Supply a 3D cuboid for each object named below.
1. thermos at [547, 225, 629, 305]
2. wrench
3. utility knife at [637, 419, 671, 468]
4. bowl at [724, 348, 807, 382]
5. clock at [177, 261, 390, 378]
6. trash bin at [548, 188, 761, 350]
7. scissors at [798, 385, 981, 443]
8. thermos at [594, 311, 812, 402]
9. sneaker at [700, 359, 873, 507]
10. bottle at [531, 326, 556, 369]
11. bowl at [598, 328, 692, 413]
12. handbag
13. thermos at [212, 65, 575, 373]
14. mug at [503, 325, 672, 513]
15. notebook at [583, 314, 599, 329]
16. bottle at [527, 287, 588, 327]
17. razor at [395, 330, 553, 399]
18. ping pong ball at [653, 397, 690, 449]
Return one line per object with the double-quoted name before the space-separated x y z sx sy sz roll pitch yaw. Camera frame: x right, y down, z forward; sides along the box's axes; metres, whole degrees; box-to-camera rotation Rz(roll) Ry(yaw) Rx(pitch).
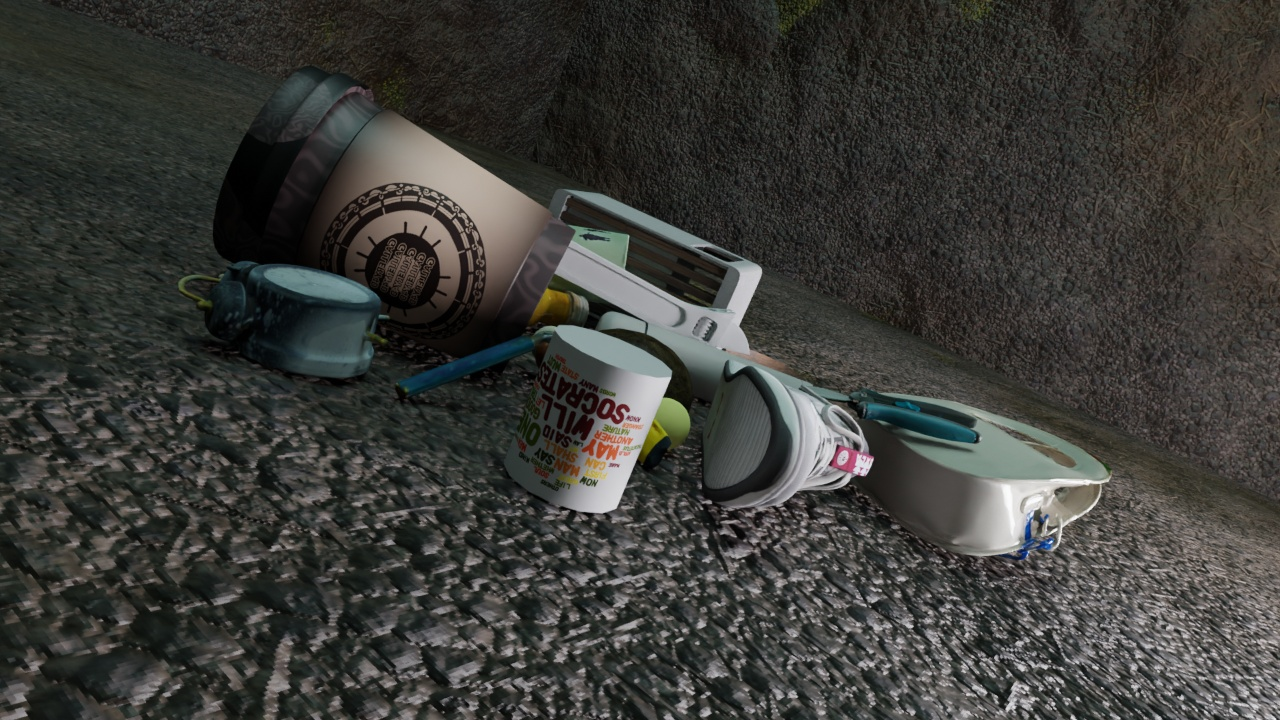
"thermos" -0.132 -0.108 0.952 0.231 0.082 0.082 8 14 -4
"wrench" -0.007 -0.053 0.922 0.273 0.087 0.018 26 11 -19
"utility knife" -0.033 0.028 0.724 0.018 0.030 0.207 43 -3 -40
"bowl" 0.141 0.024 1.044 0.114 0.026 0.101 24 21 -3
"clock" -0.227 -0.029 0.587 0.129 0.052 0.090 13 15 -19
"trash bin" 0.004 -0.098 1.049 0.229 0.115 0.114 27 15 14
"scissors" 0.213 0.040 0.768 0.148 0.019 0.132 -4 25 -33
"thermos" 0.060 0.010 0.908 0.224 0.052 0.052 20 13 -9
"sneaker" 0.115 0.062 0.673 0.129 0.097 0.263 17 5 2
"bottle" -0.047 0.013 0.693 0.059 0.059 0.167 16 13 -27
"bowl" -0.005 0.005 0.808 0.121 0.056 0.121 21 12 -5
"handbag" 0.297 0.098 0.809 0.199 0.093 0.200 -1 20 -18
"thermos" -0.179 -0.098 0.709 0.226 0.173 0.172 28 12 -7
"mug" -0.025 0.034 0.566 0.073 0.090 0.105 28 14 24
"notebook" 0.016 -0.040 1.127 0.231 0.019 0.169 19 14 -17
"bottle" -0.137 -0.065 0.883 0.186 0.053 0.053 14 15 -34
"razor" -0.098 -0.001 0.626 0.143 0.022 0.042 -17 22 -31
"ping pong ball" 0.018 0.048 0.699 0.040 0.040 0.040 21 12 -5
